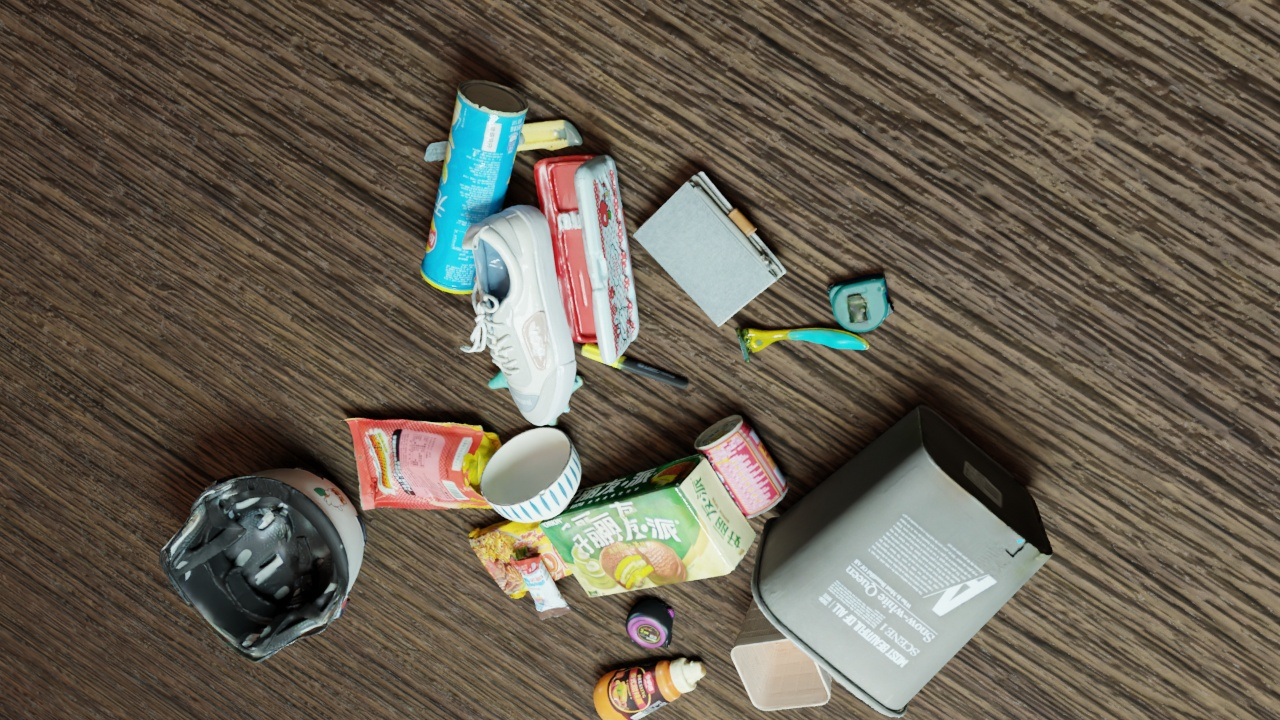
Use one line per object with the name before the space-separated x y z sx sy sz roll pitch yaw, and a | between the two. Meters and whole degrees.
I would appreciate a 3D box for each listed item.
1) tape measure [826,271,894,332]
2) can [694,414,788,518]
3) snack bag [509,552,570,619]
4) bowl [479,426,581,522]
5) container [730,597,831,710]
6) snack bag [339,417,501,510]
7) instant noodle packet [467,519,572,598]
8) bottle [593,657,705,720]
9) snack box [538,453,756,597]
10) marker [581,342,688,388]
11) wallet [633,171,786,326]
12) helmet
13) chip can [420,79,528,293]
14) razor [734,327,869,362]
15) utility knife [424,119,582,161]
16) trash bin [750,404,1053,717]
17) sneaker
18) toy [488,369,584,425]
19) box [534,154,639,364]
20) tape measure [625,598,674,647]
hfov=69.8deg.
tape measure | 0.214 -0.055 0.891 0.058 0.025 0.054 -10 108 24
can | 0.107 0.112 0.980 0.067 0.066 0.094 -28 102 27
snack bag | -0.122 0.271 1.110 0.045 0.026 0.105 -17 115 13
bowl | -0.117 0.140 1.050 0.117 0.116 0.066 -11 129 23
container | 0.165 0.315 1.026 0.090 0.110 0.090 -17 107 25
snack bag | -0.271 0.128 1.126 0.208 0.073 0.129 -1 108 26
instant noodle packet | -0.138 0.237 1.137 0.129 0.044 0.111 -26 107 27
bottle | 0.015 0.409 1.154 0.150 0.066 0.067 -27 103 20
snack box | 0.002 0.189 1.020 0.241 0.063 0.114 -23 105 44
marker | -0.006 0.006 0.999 0.124 0.018 0.015 19 123 9
wallet | 0.070 -0.110 0.910 0.129 0.036 0.107 47 130 -4
helmet | -0.461 0.241 1.188 0.275 0.156 0.230 -42 93 19
chip can | -0.172 -0.173 0.935 0.071 0.071 0.211 26 124 7
razor | 0.163 -0.019 0.923 0.133 0.028 0.043 0 136 23
utility knife | -0.145 -0.225 0.949 0.183 0.019 0.031 -1 108 25
trash bin | 0.255 0.184 0.897 0.199 0.198 0.220 40 114 -1
sneaker | -0.131 -0.033 0.941 0.090 0.090 0.242 18 123 41
toy | -0.113 0.031 1.044 0.097 0.030 0.092 -35 103 21
box | -0.062 -0.101 0.925 0.094 0.100 0.201 -1 112 19
tape measure | 0.012 0.321 1.125 0.057 0.039 0.058 0 118 19
